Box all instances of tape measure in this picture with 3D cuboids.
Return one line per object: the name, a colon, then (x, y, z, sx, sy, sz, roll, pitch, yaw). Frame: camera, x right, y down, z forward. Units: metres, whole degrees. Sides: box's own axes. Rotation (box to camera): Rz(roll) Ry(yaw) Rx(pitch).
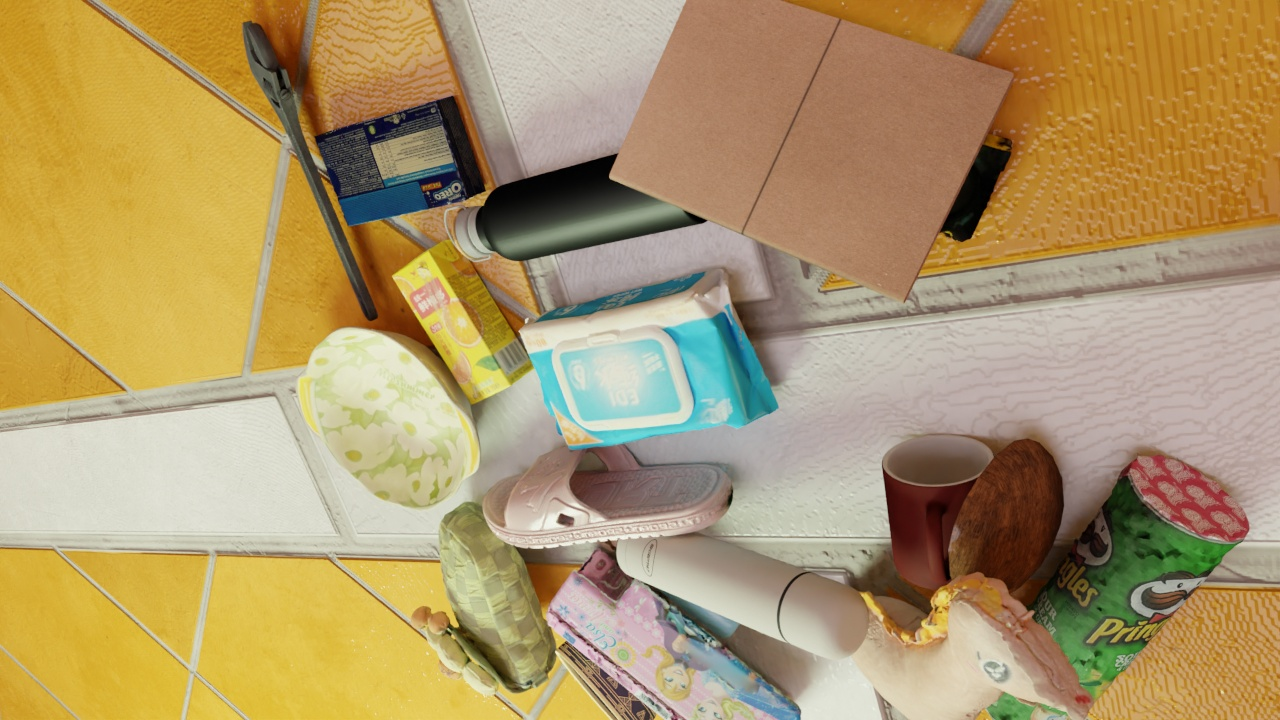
tape measure: (0.184, -0.111, 0.563, 0.063, 0.038, 0.067, 21, 125, 12)

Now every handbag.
handbag: (-0.162, 0.238, 0.888, 0.113, 0.116, 0.186, 16, 126, 54)

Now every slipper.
slipper: (-0.041, 0.105, 0.771, 0.240, 0.094, 0.064, -6, 116, 29)

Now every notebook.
notebook: (0.096, -0.141, 0.565, 0.209, 0.008, 0.141, 27, 97, 22)

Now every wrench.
wrench: (-0.290, -0.161, 0.812, 0.073, 0.018, 0.273, 14, 127, 58)

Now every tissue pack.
tissue pack: (-0.004, 0.004, 0.717, 0.210, 0.065, 0.117, -9, 108, 36)

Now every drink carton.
drink carton: (-0.155, -0.033, 0.798, 0.059, 0.042, 0.134, -24, 100, 38)

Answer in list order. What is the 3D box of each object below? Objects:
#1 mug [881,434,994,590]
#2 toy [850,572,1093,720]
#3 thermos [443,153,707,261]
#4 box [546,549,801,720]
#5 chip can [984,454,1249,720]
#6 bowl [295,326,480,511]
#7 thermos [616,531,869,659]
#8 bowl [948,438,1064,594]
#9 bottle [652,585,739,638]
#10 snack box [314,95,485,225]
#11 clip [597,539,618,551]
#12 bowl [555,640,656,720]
mug: (0.204, 0.111, 0.621, 0.073, 0.105, 0.082, -4, 112, 22)
toy: (0.185, 0.183, 0.616, 0.196, 0.065, 0.265, 39, 162, 27)
thermos: (-0.059, -0.112, 0.689, 0.232, 0.061, 0.061, -7, 110, 33)
box: (0.034, 0.251, 0.799, 0.230, 0.084, 0.097, 37, 137, 10)
chip can: (0.303, 0.168, 0.614, 0.075, 0.075, 0.224, 28, 125, 16)
bowl: (-0.226, 0.047, 0.871, 0.220, 0.060, 0.189, 9, 118, 26)
thermos: (0.070, 0.166, 0.687, 0.225, 0.052, 0.052, 8, 120, 51)
bowl: (0.245, 0.108, 0.591, 0.026, 0.114, 0.102, 20, 155, 52)
bottle: (0.033, 0.189, 0.804, 0.130, 0.040, 0.040, 35, 127, 10)
snack box: (-0.203, -0.164, 0.769, 0.150, 0.027, 0.082, -3, 114, 33)
clip: (-0.042, 0.152, 0.840, 0.043, 0.024, 0.061, -22, 106, 36)
bowl: (-0.021, 0.297, 0.871, 0.112, 0.061, 0.113, 43, 160, 19)
